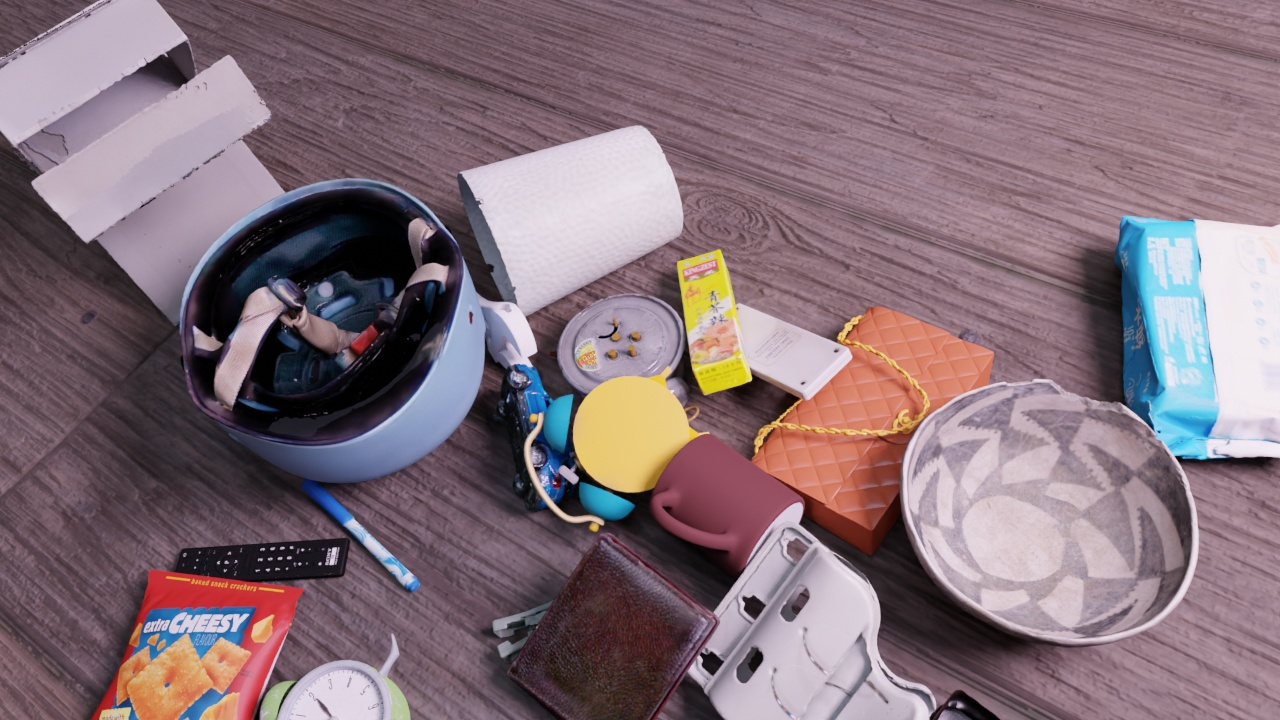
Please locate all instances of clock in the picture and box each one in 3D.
[{"bbox_3d":[-0.206,0.250,0.617,0.119,0.043,0.094,-23,55,-6],"label":"clock"},{"bbox_3d":[-0.020,0.061,0.670,0.129,0.044,0.099,-29,83,-10],"label":"clock"},{"bbox_3d":[-0.004,0.004,0.736,0.103,0.056,0.148,-37,56,-14],"label":"clock"}]

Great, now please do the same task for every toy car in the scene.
[{"bbox_3d":[-0.082,0.059,0.718,0.043,0.056,0.120,-6,57,-24],"label":"toy car"}]

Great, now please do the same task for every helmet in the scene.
[{"bbox_3d":[-0.235,-0.017,0.724,0.225,0.167,0.265,-26,58,-10],"label":"helmet"}]

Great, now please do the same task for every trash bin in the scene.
[{"bbox_3d":[-0.058,-0.127,0.795,0.161,0.133,0.133,-23,55,-12],"label":"trash bin"}]

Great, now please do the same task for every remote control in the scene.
[{"bbox_3d":[-0.296,0.157,0.715,0.140,0.009,0.030,-5,56,7],"label":"remote control"},{"bbox_3d":[0.102,-0.009,0.719,0.050,0.011,0.136,-42,35,-13],"label":"remote control"}]

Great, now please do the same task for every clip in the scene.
[{"bbox_3d":[0.109,0.189,0.570,0.144,0.075,0.125,39,99,27],"label":"clip"},{"bbox_3d":[-0.065,0.186,0.646,0.076,0.023,0.045,-21,57,-2],"label":"clip"}]

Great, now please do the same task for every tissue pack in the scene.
[{"bbox_3d":[0.416,-0.017,0.668,0.117,0.066,0.208,4,59,12],"label":"tissue pack"}]

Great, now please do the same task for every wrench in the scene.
[{"bbox_3d":[-0.174,-0.074,0.822,0.018,0.066,0.273,-28,50,-28],"label":"wrench"}]

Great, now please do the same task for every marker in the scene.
[{"bbox_3d":[-0.220,0.134,0.715,0.142,0.013,0.013,34,68,28],"label":"marker"}]

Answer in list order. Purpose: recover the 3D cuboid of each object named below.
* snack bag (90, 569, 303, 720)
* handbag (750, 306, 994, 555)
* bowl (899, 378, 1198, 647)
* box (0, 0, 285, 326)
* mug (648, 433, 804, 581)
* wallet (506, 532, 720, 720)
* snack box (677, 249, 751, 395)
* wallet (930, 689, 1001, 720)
[{"bbox_3d":[-0.323,0.226,0.656,0.131,0.039,0.143,3,57,13],"label":"snack bag"},{"bbox_3d":[0.169,0.040,0.681,0.109,0.060,0.171,29,66,30],"label":"handbag"},{"bbox_3d":[0.256,0.107,0.603,0.178,0.081,0.178,-3,57,4],"label":"bowl"},{"bbox_3d":[-0.426,-0.144,0.865,0.167,0.380,0.172,-42,43,-17],"label":"box"},{"bbox_3d":[0.052,0.105,0.633,0.082,0.105,0.073,34,113,28],"label":"mug"},{"bbox_3d":[-0.019,0.189,0.605,0.099,0.031,0.120,34,94,19],"label":"wallet"},{"bbox_3d":[0.058,-0.035,0.741,0.040,0.029,0.147,-17,39,11],"label":"snack box"},{"bbox_3d":[0.192,0.268,0.541,0.089,0.026,0.114,33,68,28],"label":"wallet"}]
